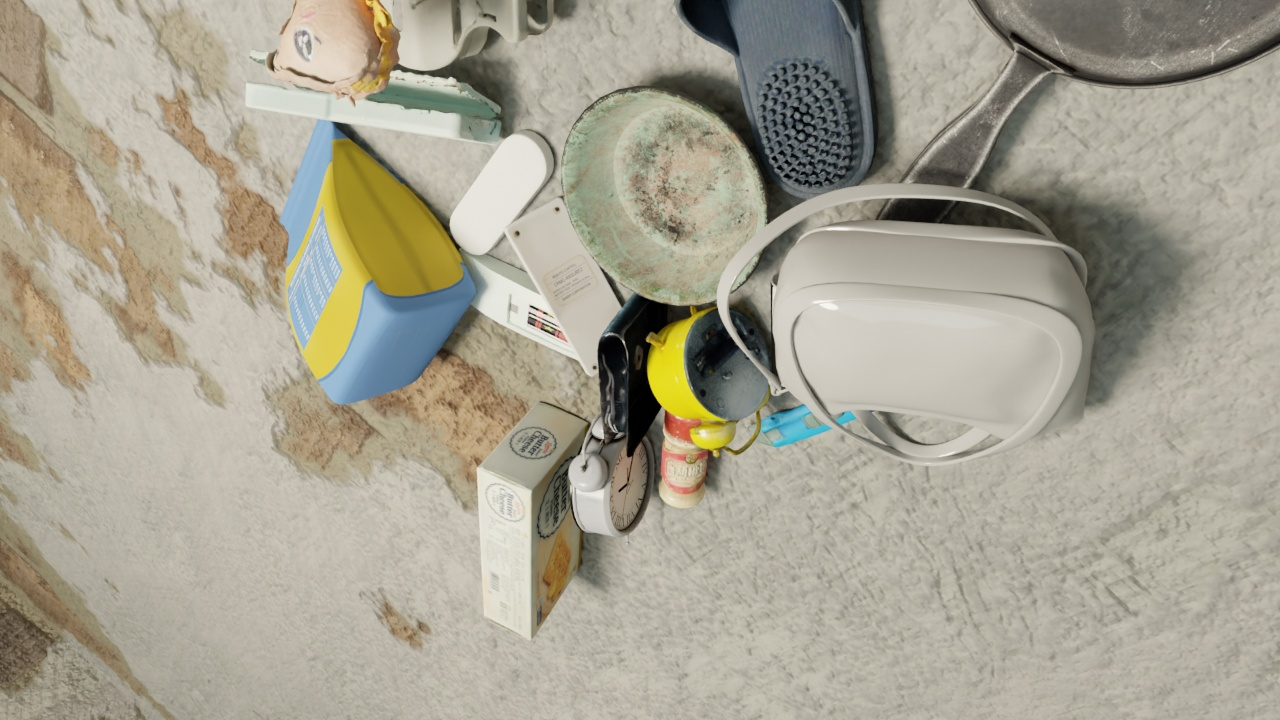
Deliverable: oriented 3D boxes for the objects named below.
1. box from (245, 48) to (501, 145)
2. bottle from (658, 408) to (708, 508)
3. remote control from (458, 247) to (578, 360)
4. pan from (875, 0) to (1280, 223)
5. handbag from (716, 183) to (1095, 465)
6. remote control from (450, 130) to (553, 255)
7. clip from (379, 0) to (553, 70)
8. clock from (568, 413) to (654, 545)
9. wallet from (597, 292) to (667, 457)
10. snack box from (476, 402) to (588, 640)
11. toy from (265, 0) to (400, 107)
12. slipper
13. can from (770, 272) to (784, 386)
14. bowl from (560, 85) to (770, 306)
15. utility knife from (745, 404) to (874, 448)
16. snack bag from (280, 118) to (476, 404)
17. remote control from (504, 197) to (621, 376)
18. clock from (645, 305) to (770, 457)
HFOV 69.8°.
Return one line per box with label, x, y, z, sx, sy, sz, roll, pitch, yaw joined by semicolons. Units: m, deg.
box;-0.202;-0.196;0.699;0.199;0.066;0.083;13;168;22
bottle;0.037;0.072;0.754;0.044;0.044;0.109;20;131;20
remote control;-0.097;-0.046;0.770;0.143;0.024;0.050;25;132;16
pan;0.201;-0.157;0.462;0.187;0.055;0.358;33;136;4
handbag;0.168;0.001;0.584;0.216;0.095;0.223;8;148;20
remote control;-0.112;-0.130;0.727;0.043;0.013;0.137;46;134;-4
clip;-0.121;-0.262;0.618;0.152;0.096;0.126;11;129;12
clock;-0.024;0.095;0.771;0.035;0.094;0.123;8;142;25
wallet;-0.004;0.004;0.702;0.026;0.089;0.115;13;127;19
snack box;-0.099;0.152;0.860;0.057;0.104;0.208;20;130;17
toy;-0.155;-0.288;0.527;0.197;0.065;0.264;-14;78;30
slipper;0.069;-0.205;0.509;0.101;0.082;0.264;-5;119;33
can;0.108;-0.022;0.648;0.031;0.031;0.081;12;127;26
bowl;0.022;-0.115;0.632;0.157;0.038;0.158;17;129;22
utility knife;0.148;0.032;0.673;0.031;0.015;0.179;47;133;-12
snack bag;-0.251;-0.089;0.801;0.205;0.102;0.159;58;136;13
remote control;-0.052;-0.056;0.719;0.136;0.050;0.011;61;169;-17
clock;0.056;0.015;0.672;0.057;0.083;0.119;-11;115;52
